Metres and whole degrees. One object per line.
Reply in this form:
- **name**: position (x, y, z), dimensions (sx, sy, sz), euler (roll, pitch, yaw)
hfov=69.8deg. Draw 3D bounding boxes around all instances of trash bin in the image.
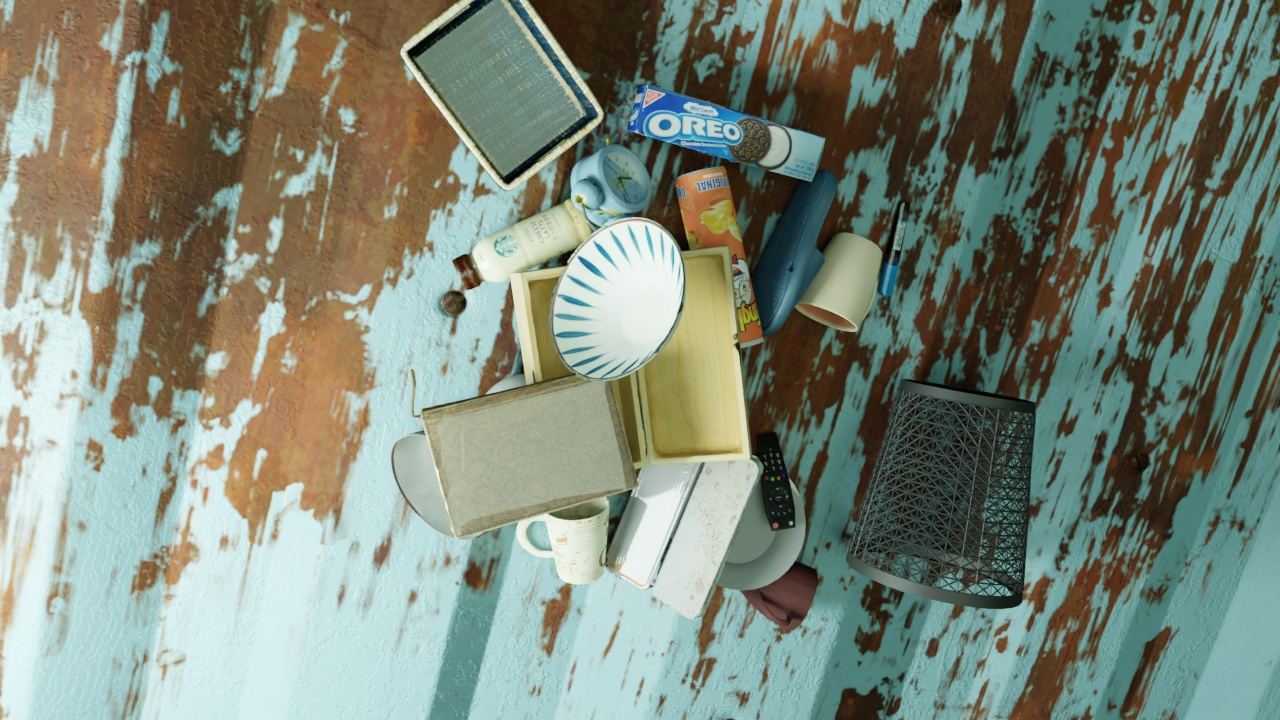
- **trash bin**: position (0.392, 0.158, 1.164), dimensions (0.217, 0.217, 0.243), euler (8, 94, -13)

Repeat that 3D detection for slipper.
- **slipper**: position (0.190, -0.127, 1.107), dimensions (0.059, 0.104, 0.214), euler (21, 94, -18)

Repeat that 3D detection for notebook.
- **notebook**: position (-0.127, 0.080, 1.001), dimensions (0.215, 0.034, 0.190), euler (-15, 99, -8)

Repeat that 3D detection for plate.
- **plate**: position (0.129, 0.209, 1.190), dimensions (0.172, 0.019, 0.172), euler (2, 79, -10)

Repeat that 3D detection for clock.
- **clock**: position (-0.035, -0.189, 1.039), dimensions (0.088, 0.052, 0.124), euler (38, 52, -29)

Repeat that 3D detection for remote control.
- **remote control**: position (0.174, 0.157, 1.190), dimensions (0.039, 0.010, 0.124), euler (-7, 81, -11)

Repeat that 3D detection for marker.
- **marker**: position (0.325, -0.143, 1.174), dimensions (0.018, 0.015, 0.123), euler (8, 98, -17)

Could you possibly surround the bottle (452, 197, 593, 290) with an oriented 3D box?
- **bottle**: position (-0.136, -0.131, 1.060), dimensions (0.162, 0.056, 0.056), euler (-25, 106, -5)

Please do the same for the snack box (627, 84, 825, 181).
- **snack box**: position (0.101, -0.266, 1.078), dimensions (0.226, 0.059, 0.059), euler (13, 103, -14)

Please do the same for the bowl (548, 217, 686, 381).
- **bowl**: position (-0.007, -0.055, 0.967), dimensions (0.070, 0.177, 0.177), euler (24, 98, -49)

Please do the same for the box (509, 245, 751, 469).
- **box**: position (-0.008, 0.005, 1.061), dimensions (0.261, 0.096, 0.247), euler (-7, 99, 1)

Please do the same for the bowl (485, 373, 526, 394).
- **bowl**: position (-0.135, 0.087, 1.105), dimensions (0.131, 0.064, 0.132), euler (-2, 103, -11)

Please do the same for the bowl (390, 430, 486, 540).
- **bowl**: position (-0.220, 0.136, 1.084), dimensions (0.056, 0.151, 0.151), euler (-42, 114, -47)

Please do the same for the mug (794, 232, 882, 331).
- **mug**: position (0.258, -0.094, 1.143), dimensions (0.111, 0.085, 0.104), euler (29, 83, -44)

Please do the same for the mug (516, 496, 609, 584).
- **mug**: position (-0.097, 0.222, 1.148), dimensions (0.122, 0.081, 0.097), euler (1, 111, 9)

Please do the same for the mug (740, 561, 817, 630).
- **mug**: position (0.172, 0.303, 1.199), dimensions (0.088, 0.113, 0.087), euler (24, 113, -2)

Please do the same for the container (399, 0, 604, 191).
- **container**: position (-0.151, -0.302, 1.010), dimensions (0.145, 0.071, 0.187), euler (-38, 107, -1)

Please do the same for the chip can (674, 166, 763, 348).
- **chip can**: position (0.093, -0.119, 1.088), dimensions (0.062, 0.062, 0.210), euler (-14, 94, -8)

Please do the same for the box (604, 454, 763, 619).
- **box**: position (0.054, 0.195, 1.141), dimensions (0.148, 0.042, 0.216), euler (25, 98, 21)
